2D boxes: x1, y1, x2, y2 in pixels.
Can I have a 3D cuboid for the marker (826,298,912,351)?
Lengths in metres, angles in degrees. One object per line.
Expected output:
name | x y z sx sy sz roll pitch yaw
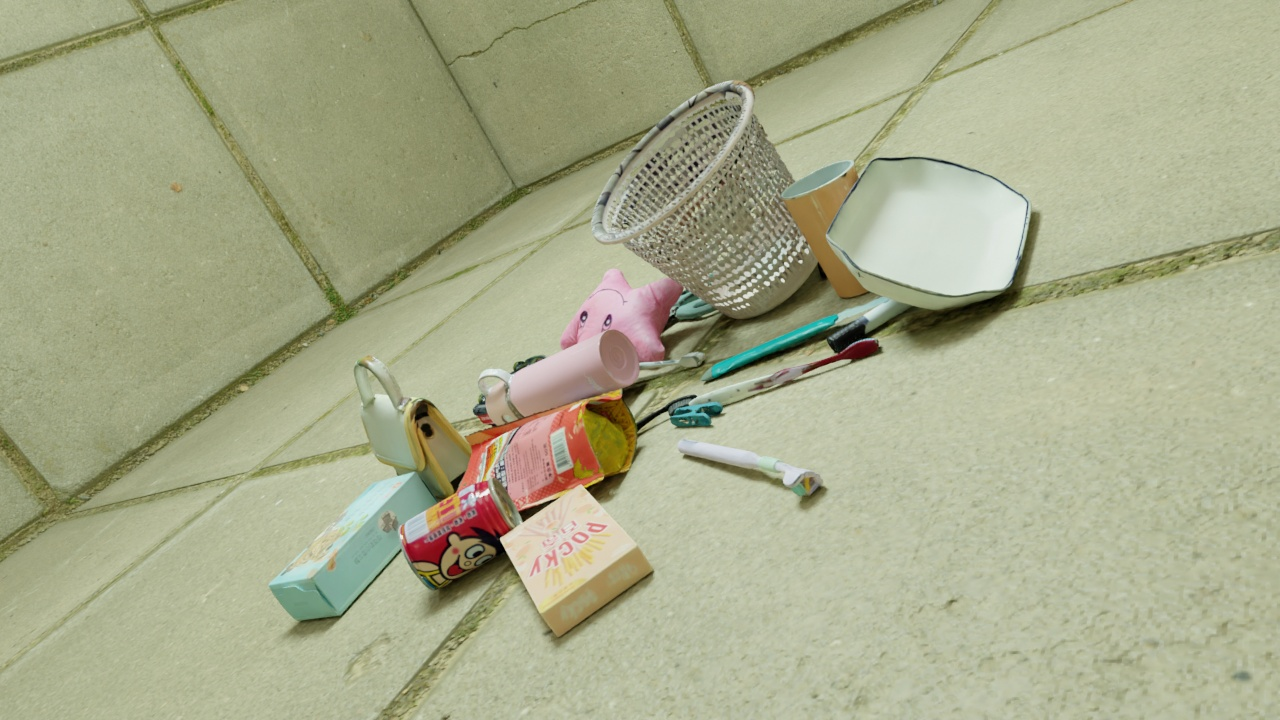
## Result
marker | 0.228 -0.047 0.831 0.130 0.018 0.022 -31 9 -2

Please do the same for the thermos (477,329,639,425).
thermos | -0.100 0.020 1.038 0.199 0.087 0.067 -21 35 37

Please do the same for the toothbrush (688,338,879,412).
toothbrush | 0.126 0.014 0.829 0.188 0.016 0.017 -21 12 26

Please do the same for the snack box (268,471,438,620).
snack box | -0.289 0.188 0.941 0.074 0.051 0.174 -18 21 35

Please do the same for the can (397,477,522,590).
can | -0.156 0.151 0.806 0.094 0.066 0.066 -30 17 -1

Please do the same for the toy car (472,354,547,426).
toy car | -0.158 0.039 1.158 0.053 0.045 0.120 -5 35 49

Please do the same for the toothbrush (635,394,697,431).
toothbrush | -0.028 0.079 0.897 0.190 0.014 0.016 -27 43 11

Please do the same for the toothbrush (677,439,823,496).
toothbrush | 0.077 0.080 0.719 0.029 0.021 0.189 5 1 -25

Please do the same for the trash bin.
trash bin | 0.090 -0.159 1.014 0.228 0.192 0.227 -36 30 24

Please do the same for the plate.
plate | 0.266 -0.118 0.843 0.162 0.034 0.264 19 39 15

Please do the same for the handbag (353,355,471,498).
handbag | -0.270 0.071 1.027 0.063 0.179 0.164 -45 24 -26

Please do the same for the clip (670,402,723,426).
clip | 0.050 0.051 0.849 0.057 0.014 0.048 -10 28 45

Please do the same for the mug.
mug | 0.202 -0.130 0.927 0.078 0.123 0.078 -26 18 9

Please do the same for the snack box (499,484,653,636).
snack box | -0.055 0.150 0.717 0.084 0.026 0.157 -33 17 -11

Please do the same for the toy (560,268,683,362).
toy | -0.029 -0.034 1.106 0.195 0.074 0.178 18 71 52

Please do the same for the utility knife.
utility knife | 0.150 -0.022 0.890 0.210 0.013 0.029 -24 16 25

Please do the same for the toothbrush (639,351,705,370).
toothbrush | -0.006 0.006 1.028 0.180 0.016 0.016 -7 18 35

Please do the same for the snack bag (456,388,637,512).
snack bag | -0.106 0.098 0.881 0.208 0.073 0.128 -23 40 31

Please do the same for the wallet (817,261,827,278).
wallet | 0.255 -0.138 1.043 0.121 0.019 0.097 -27 18 15

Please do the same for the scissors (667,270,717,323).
scissors | 0.069 -0.070 1.147 0.177 0.019 0.169 -35 19 -20
